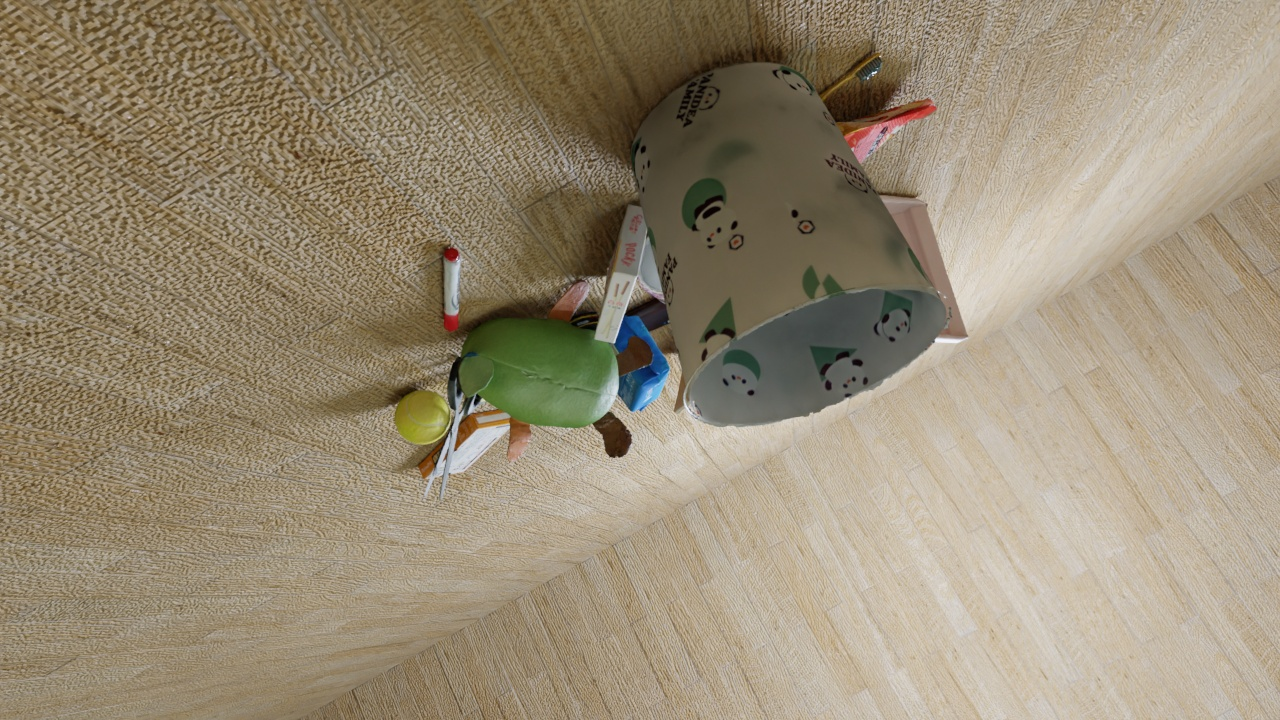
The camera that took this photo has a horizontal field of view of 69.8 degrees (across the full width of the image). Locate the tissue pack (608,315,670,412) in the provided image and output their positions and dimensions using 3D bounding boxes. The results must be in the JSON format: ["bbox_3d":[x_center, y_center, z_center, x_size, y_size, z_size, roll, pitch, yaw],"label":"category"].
[{"bbox_3d":[-0.007,0.007,1.200,0.052,0.095,0.157,-27,165,-17],"label":"tissue pack"}]

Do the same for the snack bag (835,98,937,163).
[{"bbox_3d":[0.221,-0.227,0.984,0.207,0.073,0.129,-28,177,-43],"label":"snack bag"}]

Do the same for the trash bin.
[{"bbox_3d":[0.110,-0.103,0.804,0.229,0.251,0.230,-14,154,-7],"label":"trash bin"}]

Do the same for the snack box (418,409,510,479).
[{"bbox_3d":[-0.251,0.122,1.325,0.075,0.026,0.154,-7,152,-50],"label":"snack box"}]

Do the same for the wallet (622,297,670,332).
[{"bbox_3d":[-0.006,-0.048,1.237,0.122,0.020,0.096,-26,163,-2],"label":"wallet"}]

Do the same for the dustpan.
[{"bbox_3d":[0.358,-0.125,1.246,0.273,0.222,0.139,-14,171,-21],"label":"dustpan"}]

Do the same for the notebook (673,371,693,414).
[{"bbox_3d":[0.126,-0.021,1.377,0.208,0.008,0.147,-42,-159,36],"label":"notebook"}]

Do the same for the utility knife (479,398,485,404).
[{"bbox_3d":[-0.170,0.012,1.152,0.030,0.018,0.165,-16,161,-48],"label":"utility knife"}]

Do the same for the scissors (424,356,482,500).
[{"bbox_3d":[-0.220,0.075,1.087,0.159,0.014,0.175,-56,155,-54],"label":"scissors"}]

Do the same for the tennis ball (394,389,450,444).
[{"bbox_3d":[-0.258,0.067,1.089,0.065,0.065,0.065,-26,163,-9],"label":"tennis ball"}]

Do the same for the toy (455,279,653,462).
[{"bbox_3d":[-0.099,0.016,1.057,0.246,0.090,0.227,19,91,-33],"label":"toy"}]

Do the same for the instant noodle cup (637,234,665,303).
[{"bbox_3d":[0.053,-0.102,1.037,0.112,0.111,0.099,-36,154,23],"label":"instant noodle cup"}]

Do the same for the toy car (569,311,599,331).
[{"bbox_3d":[-0.091,-0.009,1.173,0.071,0.041,0.156,-20,159,-27],"label":"toy car"}]

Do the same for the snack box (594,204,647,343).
[{"bbox_3d":[-0.021,-0.089,0.986,0.027,0.084,0.157,13,154,-4],"label":"snack box"}]

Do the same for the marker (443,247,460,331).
[{"bbox_3d":[-0.185,-0.067,0.900,0.017,0.017,0.145,-22,162,-21],"label":"marker"}]

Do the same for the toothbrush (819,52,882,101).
[{"bbox_3d":[0.164,-0.245,0.933,0.192,0.018,0.016,-35,160,21],"label":"toothbrush"}]
